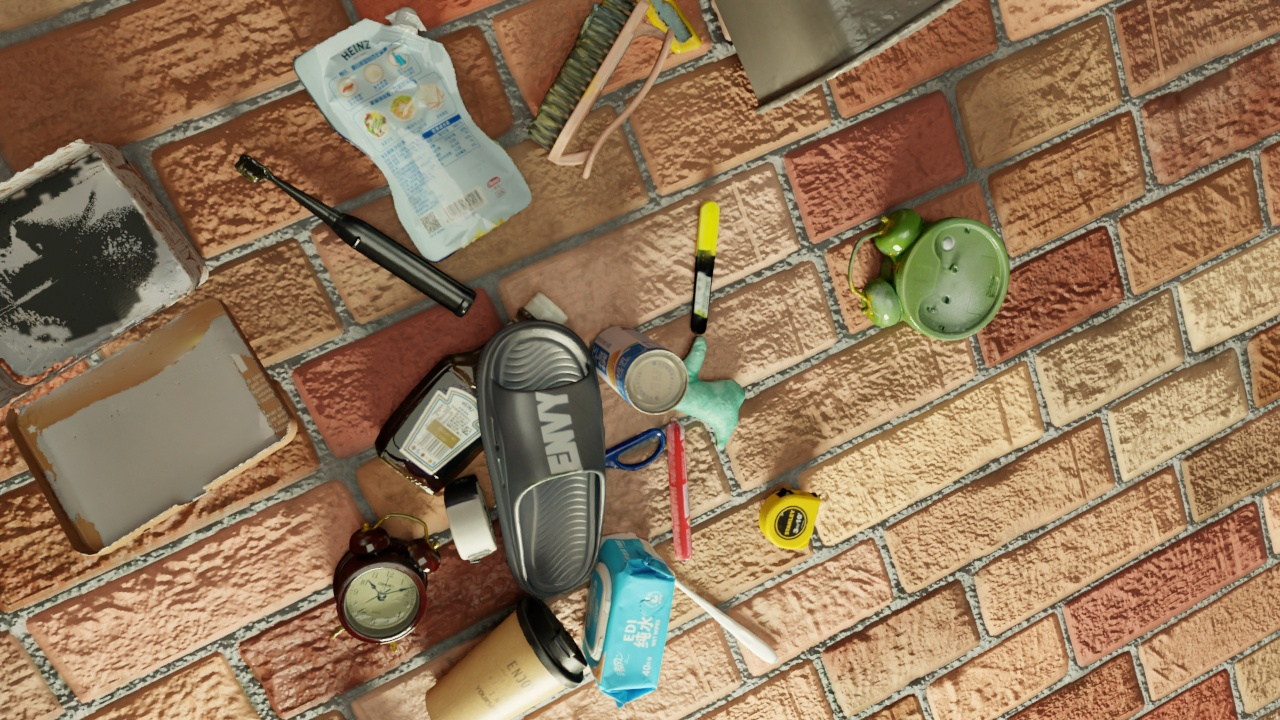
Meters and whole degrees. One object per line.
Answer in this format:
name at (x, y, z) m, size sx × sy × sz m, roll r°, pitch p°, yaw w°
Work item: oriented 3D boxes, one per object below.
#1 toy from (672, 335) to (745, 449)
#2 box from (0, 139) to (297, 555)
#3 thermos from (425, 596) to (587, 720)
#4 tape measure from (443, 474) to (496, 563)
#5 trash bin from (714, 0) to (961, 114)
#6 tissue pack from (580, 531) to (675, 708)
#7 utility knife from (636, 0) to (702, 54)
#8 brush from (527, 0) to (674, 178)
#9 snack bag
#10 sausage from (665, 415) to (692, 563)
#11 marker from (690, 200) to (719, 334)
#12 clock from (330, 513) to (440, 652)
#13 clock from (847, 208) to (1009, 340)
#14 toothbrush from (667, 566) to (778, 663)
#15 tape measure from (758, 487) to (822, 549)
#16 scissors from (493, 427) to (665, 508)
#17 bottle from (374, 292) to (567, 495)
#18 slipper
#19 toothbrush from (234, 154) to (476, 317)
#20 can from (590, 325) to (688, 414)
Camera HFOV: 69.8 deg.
toy at (0.058, 0.028, 0.857) m, size 0.092 × 0.030 × 0.096 m, roll 18°, pitch 94°, yaw -20°
box at (-0.399, -0.010, 0.680) m, size 0.178 × 0.106 × 0.272 m, roll -33°, pitch 96°, yaw -7°
thermos at (-0.121, 0.284, 0.835) m, size 0.143 × 0.093 × 0.093 m, roll -37°, pitch 109°, yaw 2°
tape measure at (-0.148, 0.141, 0.804) m, size 0.033 × 0.066 × 0.066 m, roll -18°, pitch 105°, yaw -8°
trash bin at (0.142, -0.345, 0.720) m, size 0.199 × 0.199 × 0.220 m, roll -33°, pitch 103°, yaw -7°
tissue pack at (-0.015, 0.235, 0.849) m, size 0.063 × 0.090 × 0.140 m, roll 7°, pitch 100°, yaw -17°
utility knife at (0.001, -0.324, 0.772) m, size 0.033 × 0.015 × 0.154 m, roll -41°, pitch 109°, yaw -1°
brush at (-0.034, -0.226, 0.758) m, size 0.073 × 0.063 × 0.145 m, roll 30°, pitch 93°, yaw -9°
snack bag at (-0.179, -0.183, 0.742) m, size 0.110 × 0.039 × 0.191 m, roll -32°, pitch 107°, yaw -1°
sausage at (0.037, 0.125, 0.874) m, size 0.020 × 0.020 × 0.156 m, roll -9°, pitch 108°, yaw -14°
marker at (0.058, -0.084, 0.842) m, size 0.018 × 0.015 × 0.124 m, roll 1°, pitch 105°, yaw -15°
clock at (-0.222, 0.189, 0.800) m, size 0.082 × 0.055 × 0.122 m, roll 20°, pitch 94°, yaw -18°
clock at (0.273, -0.083, 0.878) m, size 0.161 × 0.056 × 0.116 m, roll 8°, pitch 99°, yaw -17°
toothbrush at (0.079, 0.256, 0.919) m, size 0.180 × 0.016 × 0.016 m, roll 42°, pitch 91°, yaw -20°
tape measure at (0.145, 0.155, 0.909) m, size 0.057 × 0.029 × 0.060 m, roll 10°, pitch 99°, yaw -18°
scissors at (-0.057, 0.089, 0.848) m, size 0.175 × 0.012 × 0.162 m, roll -15°, pitch 107°, yaw -11°
bottle at (-0.140, 0.023, 0.793) m, size 0.195 × 0.044 × 0.080 m, roll -48°, pitch 117°, yaw -3°
slipper at (-0.068, 0.096, 0.785) m, size 0.110 × 0.083 × 0.268 m, roll -14°, pitch 114°, yaw -26°
toothbrush at (-0.230, -0.102, 0.750) m, size 0.212 × 0.027 × 0.026 m, roll 33°, pitch 130°, yaw -19°
can at (-0.005, 0.005, 0.778) m, size 0.053 × 0.134 × 0.053 m, roll -3°, pitch 102°, yaw -15°
